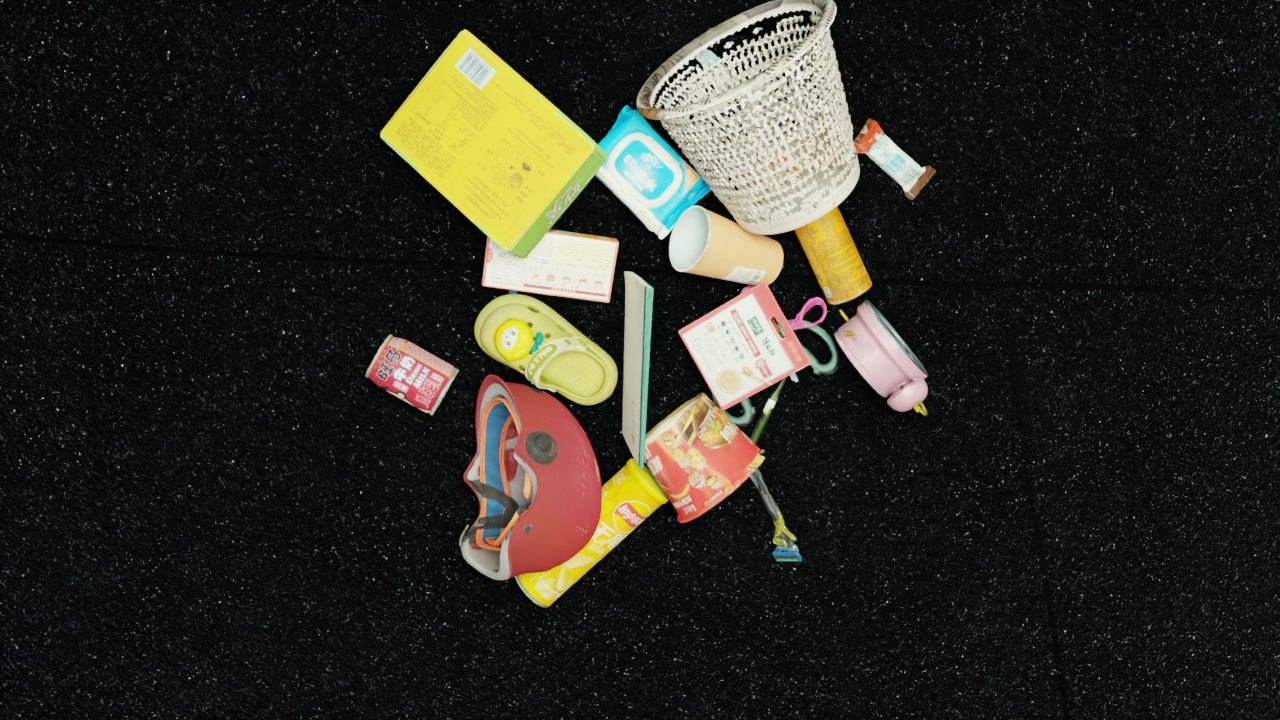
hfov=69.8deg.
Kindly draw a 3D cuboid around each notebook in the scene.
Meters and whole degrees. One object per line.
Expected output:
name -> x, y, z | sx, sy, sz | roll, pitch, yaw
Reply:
notebook -> -0.006, 0.006, 1.086 | 0.012, 0.150, 0.209 | 0, 102, -9

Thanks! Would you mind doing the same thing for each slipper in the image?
slipper -> -0.111, -0.009, 1.116 | 0.190, 0.081, 0.092 | 32, 97, -11

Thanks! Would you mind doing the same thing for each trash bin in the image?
trash bin -> 0.138, -0.255, 1.004 | 0.227, 0.227, 0.192 | -31, 120, 4

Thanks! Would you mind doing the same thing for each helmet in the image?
helmet -> -0.123, 0.140, 1.097 | 0.143, 0.207, 0.239 | 6, 71, -26

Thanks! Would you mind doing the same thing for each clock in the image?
clock -> 0.302, 0.003, 1.118 | 0.060, 0.117, 0.158 | -41, 99, 16

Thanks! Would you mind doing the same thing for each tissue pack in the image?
tissue pack -> 0.006, -0.221, 1.081 | 0.140, 0.063, 0.090 | 43, 97, -10

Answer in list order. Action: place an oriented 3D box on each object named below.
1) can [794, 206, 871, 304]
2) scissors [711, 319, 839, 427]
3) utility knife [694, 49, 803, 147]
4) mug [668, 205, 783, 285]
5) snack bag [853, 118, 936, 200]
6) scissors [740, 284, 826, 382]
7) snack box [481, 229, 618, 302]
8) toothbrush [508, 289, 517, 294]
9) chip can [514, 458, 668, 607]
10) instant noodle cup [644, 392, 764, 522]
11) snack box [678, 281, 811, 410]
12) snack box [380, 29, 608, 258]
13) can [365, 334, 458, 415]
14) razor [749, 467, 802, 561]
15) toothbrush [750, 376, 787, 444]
can -> 0.225, -0.143, 1.110 | 0.058, 0.058, 0.146 | -27, 102, 3
scissors -> 0.153, 0.011, 1.154 | 0.170, 0.019, 0.179 | 23, 101, 3
utility knife -> 0.146, -0.296, 1.098 | 0.213, 0.022, 0.031 | 42, 94, -6
mug -> 0.105, -0.129, 1.084 | 0.122, 0.078, 0.078 | 13, 102, -31
snack bag -> 0.303, -0.242, 1.107 | 0.104, 0.026, 0.048 | 34, 105, -10
scissors -> 0.173, -0.037, 1.128 | 0.135, 0.017, 0.133 | -23, 92, 11
snack box -> -0.109, -0.119, 1.108 | 0.155, 0.027, 0.077 | 7, 107, -9
toothbrush -> -0.128, -0.150, 1.119 | 0.014, 0.016, 0.190 | 21, 103, -13
chip can -> -0.064, 0.220, 1.170 | 0.213, 0.072, 0.072 | -43, 101, 6
instant noodle cup -> 0.067, 0.115, 1.125 | 0.138, 0.138, 0.108 | -39, 91, 6
snack box -> 0.129, -0.019, 1.109 | 0.127, 0.044, 0.113 | -30, 87, 24
snack box -> -0.165, -0.241, 1.038 | 0.210, 0.070, 0.158 | 42, 98, 8
can -> -0.279, 0.017, 1.120 | 0.094, 0.066, 0.066 | 30, 99, -8
razor -> 0.172, 0.198, 1.202 | 0.043, 0.022, 0.143 | -15, 103, 46
toothbrush -> 0.160, 0.063, 1.176 | 0.017, 0.012, 0.186 | 23, 101, -1
